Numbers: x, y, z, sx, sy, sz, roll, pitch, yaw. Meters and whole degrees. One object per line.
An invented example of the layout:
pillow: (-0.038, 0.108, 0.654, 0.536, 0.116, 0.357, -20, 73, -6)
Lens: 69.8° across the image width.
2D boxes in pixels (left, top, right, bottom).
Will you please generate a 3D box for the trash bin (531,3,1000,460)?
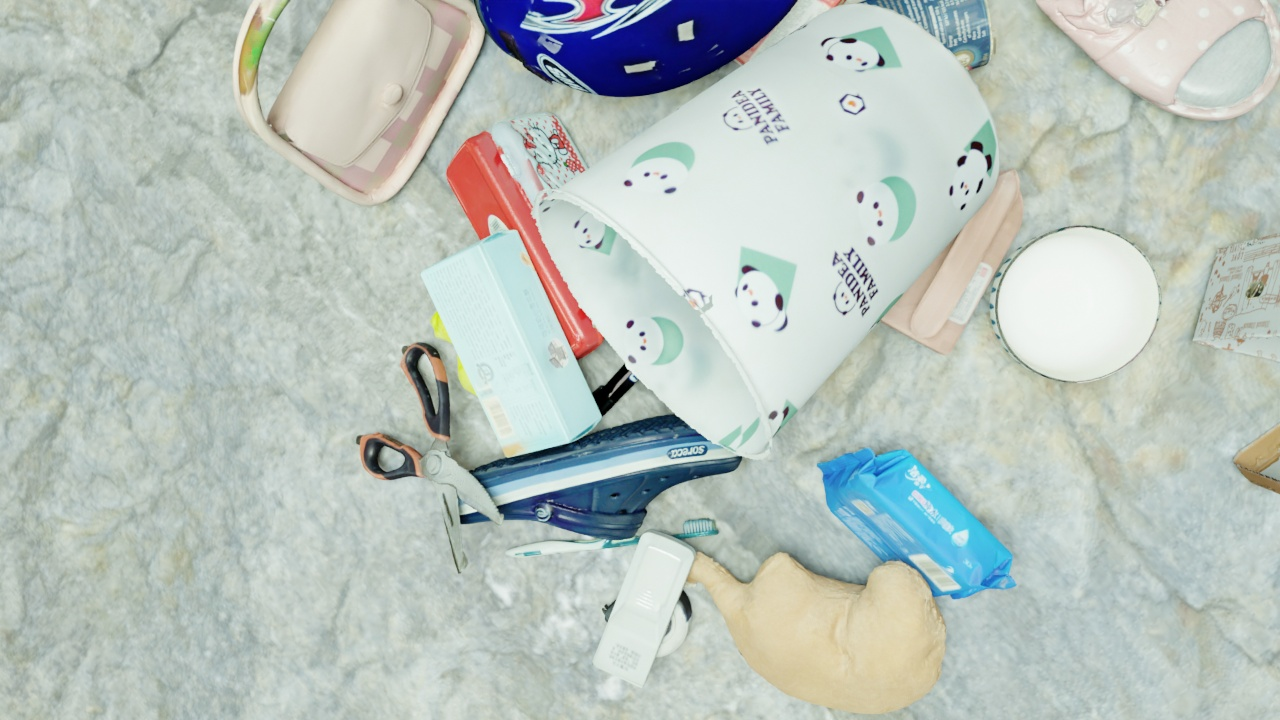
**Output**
trash bin: (0.094, -0.099, 0.639, 0.251, 0.230, 0.229, -41, 87, -12)

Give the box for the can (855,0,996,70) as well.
can: (0.206, -0.248, 0.706, 0.111, 0.075, 0.075, -15, 91, 9)

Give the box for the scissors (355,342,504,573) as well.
scissors: (-0.178, 0.075, 0.769, 0.226, 0.015, 0.188, -2, 75, 40)

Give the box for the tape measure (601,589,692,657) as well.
tape measure: (0.011, 0.220, 0.791, 0.066, 0.033, 0.066, -41, 84, 11)

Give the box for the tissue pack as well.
tissue pack: (0.213, 0.126, 0.722, 0.157, 0.095, 0.052, 44, 69, 3)

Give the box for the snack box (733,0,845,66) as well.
snack box: (0.126, -0.304, 0.740, 0.075, 0.025, 0.153, 41, 99, 5)

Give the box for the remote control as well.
remote control: (0.003, 0.205, 0.762, 0.049, 0.024, 0.125, 21, 96, 10)

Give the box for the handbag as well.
handbag: (-0.227, -0.228, 0.696, 0.093, 0.234, 0.193, 34, 98, 7)

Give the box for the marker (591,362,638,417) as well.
marker: (-0.005, 0.005, 0.786, 0.132, 0.020, 0.022, -47, 65, 10)

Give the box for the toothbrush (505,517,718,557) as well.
toothbrush: (-0.027, 0.156, 0.802, 0.192, 0.016, 0.018, -8, 82, 9)

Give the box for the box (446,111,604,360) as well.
box: (-0.067, -0.106, 0.774, 0.101, 0.095, 0.201, -29, 90, -32)

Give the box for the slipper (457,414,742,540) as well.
slipper: (-0.036, 0.106, 0.754, 0.253, 0.105, 0.095, -13, 94, 9)

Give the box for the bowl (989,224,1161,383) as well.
bowl: (0.325, -0.044, 0.704, 0.116, 0.066, 0.116, 1, 96, 8)

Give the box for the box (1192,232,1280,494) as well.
box: (0.482, 0.020, 0.630, 0.154, 0.182, 0.185, 17, 93, 8)

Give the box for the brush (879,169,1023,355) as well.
brush: (0.248, -0.081, 0.713, 0.063, 0.073, 0.146, 30, 96, 7)

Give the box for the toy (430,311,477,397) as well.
toy: (-0.137, -0.020, 0.799, 0.100, 0.031, 0.097, 31, 96, 6)

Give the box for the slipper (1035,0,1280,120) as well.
slipper: (0.354, -0.286, 0.676, 0.114, 0.054, 0.274, -45, 80, 12)

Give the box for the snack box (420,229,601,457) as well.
snack box: (-0.103, -0.011, 0.739, 0.074, 0.051, 0.175, -17, 101, 37)

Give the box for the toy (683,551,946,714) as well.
toy: (0.130, 0.216, 0.747, 0.226, 0.082, 0.143, 2, 107, 22)

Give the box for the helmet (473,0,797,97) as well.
helmet: (-0.017, -0.308, 0.645, 0.316, 0.247, 0.240, -20, 73, 24)
